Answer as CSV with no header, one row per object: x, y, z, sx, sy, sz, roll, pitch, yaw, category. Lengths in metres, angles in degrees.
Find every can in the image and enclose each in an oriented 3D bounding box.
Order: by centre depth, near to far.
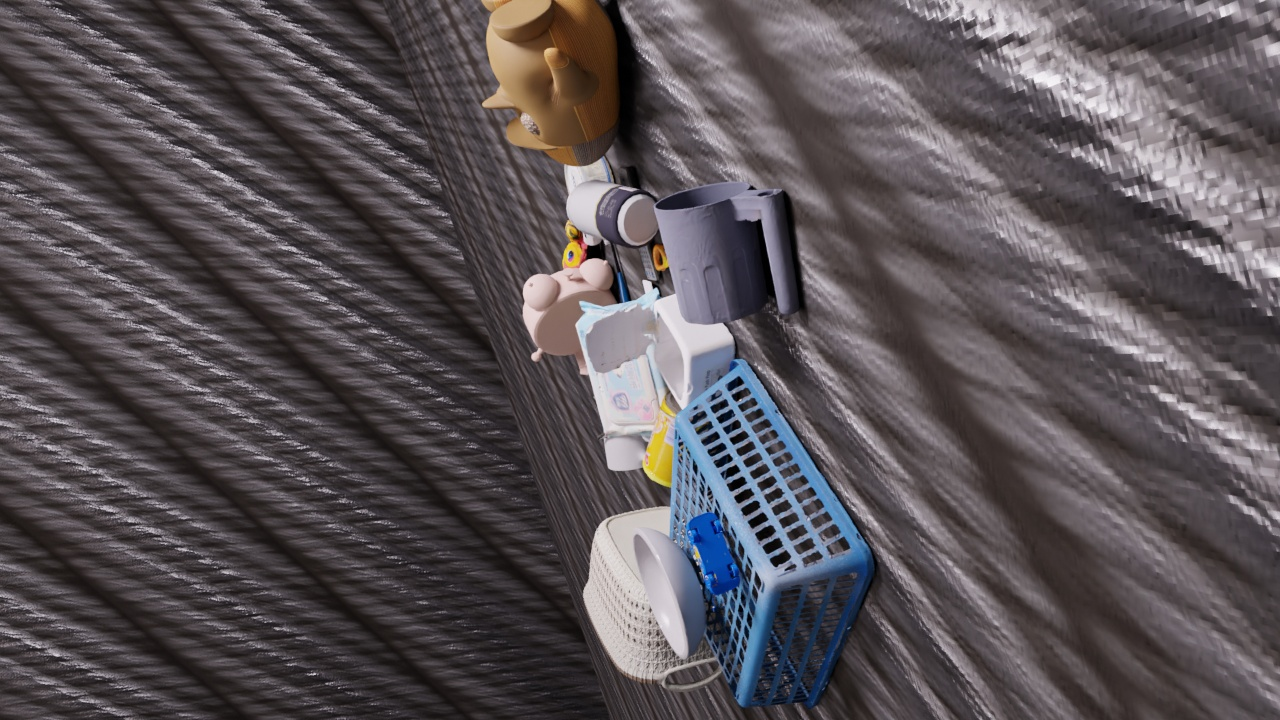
-0.034,-0.169,1.041,0.127,0.064,0.064,26,134,51,can
0.046,0.088,1.045,0.067,0.067,0.105,57,140,45,can
-0.064,-0.225,1.174,0.086,0.043,0.086,163,90,-75,can

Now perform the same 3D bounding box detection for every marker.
-0.068,-0.186,1.270,0.126,0.025,0.025,87,159,-45,marker

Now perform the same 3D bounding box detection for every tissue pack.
-0.007,0.006,1.108,0.112,0.069,0.182,-3,111,34,tissue pack

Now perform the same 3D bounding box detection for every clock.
-0.096,-0.063,1.308,0.161,0.131,0.086,88,159,-44,clock

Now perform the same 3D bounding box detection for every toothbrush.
-0.026,-0.101,1.241,0.014,0.014,0.168,-123,18,-79,toothbrush

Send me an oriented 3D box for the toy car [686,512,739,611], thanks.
0.063,0.192,0.866,0.092,0.033,0.062,69,158,9,toy car

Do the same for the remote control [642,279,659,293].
0.025,-0.039,1.131,0.028,0.011,0.124,-150,43,-68,remote control

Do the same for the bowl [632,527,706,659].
0.038,0.249,1.011,0.150,0.043,0.149,161,90,-76,bowl

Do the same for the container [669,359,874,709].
0.110,0.207,0.968,0.363,0.089,0.257,90,156,-50,container

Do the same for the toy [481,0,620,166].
-0.094,-0.304,0.994,0.203,0.162,0.198,71,177,-46,toy

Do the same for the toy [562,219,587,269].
-0.094,-0.158,1.361,0.084,0.046,0.103,-85,-6,-68,toy

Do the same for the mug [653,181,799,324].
0.077,-0.091,0.779,0.124,0.083,0.104,8,119,44,mug

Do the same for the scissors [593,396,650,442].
-0.003,0.098,1.295,0.173,0.014,0.142,48,127,18,scissors

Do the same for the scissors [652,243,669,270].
0.040,-0.098,1.011,0.125,0.011,0.127,-179,70,-76,scissors

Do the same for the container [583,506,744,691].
0.027,0.307,1.234,0.246,0.184,0.143,-135,40,-59,container

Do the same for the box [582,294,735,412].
0.012,-0.009,0.976,0.109,0.136,0.126,93,154,-49,box

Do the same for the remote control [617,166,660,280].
-0.001,-0.161,1.079,0.033,0.013,0.136,-155,48,-70,remote control

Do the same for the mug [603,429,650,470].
-0.010,0.111,1.348,0.107,0.071,0.089,5,106,56,mug
